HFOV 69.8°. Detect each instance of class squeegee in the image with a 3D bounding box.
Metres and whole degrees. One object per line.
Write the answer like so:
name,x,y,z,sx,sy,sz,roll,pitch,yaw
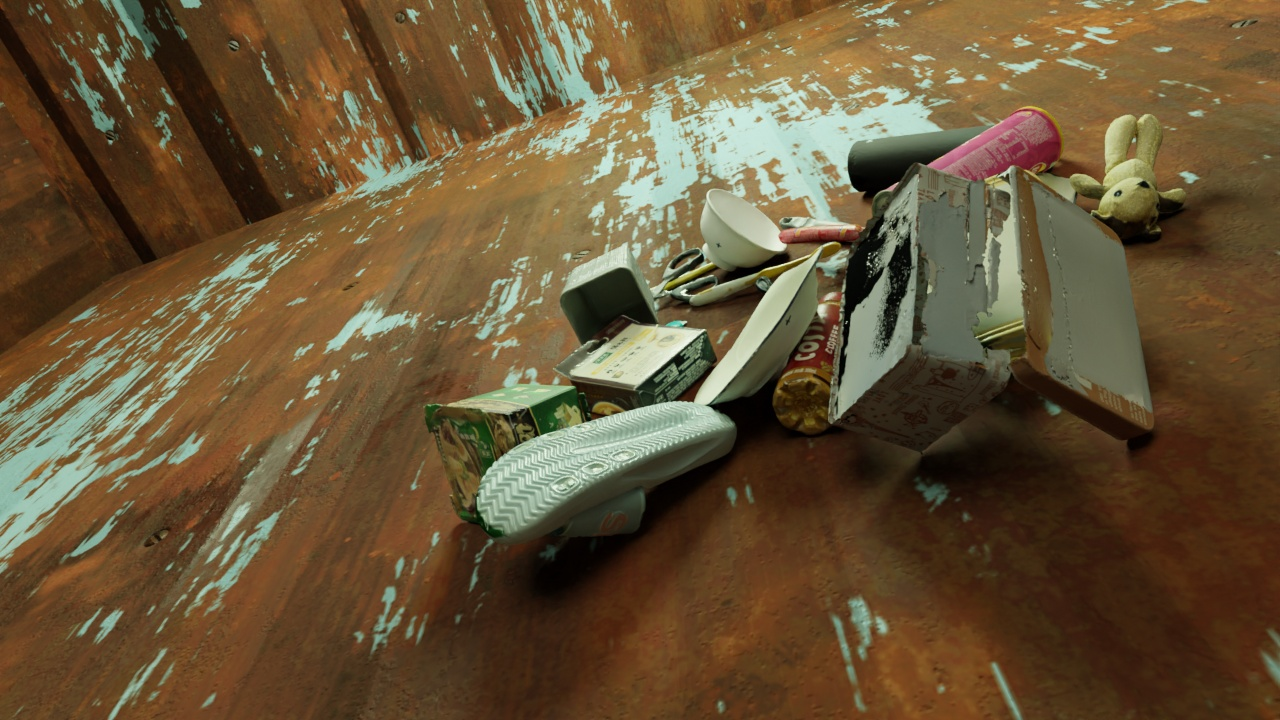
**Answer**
squeegee,0.248,-0.157,1.091,0.247,0.040,0.250,-49,25,-13

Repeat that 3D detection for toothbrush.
toothbrush,0.142,-0.100,1.061,0.192,0.016,0.018,-20,17,25
toothbrush,0.066,-0.114,1.178,0.190,0.016,0.015,-26,23,-9

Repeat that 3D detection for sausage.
sausage,0.208,-0.147,1.062,0.020,0.020,0.156,-33,19,-22

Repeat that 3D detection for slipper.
slipper,-0.024,0.097,0.759,0.244,0.074,0.104,-18,26,-32

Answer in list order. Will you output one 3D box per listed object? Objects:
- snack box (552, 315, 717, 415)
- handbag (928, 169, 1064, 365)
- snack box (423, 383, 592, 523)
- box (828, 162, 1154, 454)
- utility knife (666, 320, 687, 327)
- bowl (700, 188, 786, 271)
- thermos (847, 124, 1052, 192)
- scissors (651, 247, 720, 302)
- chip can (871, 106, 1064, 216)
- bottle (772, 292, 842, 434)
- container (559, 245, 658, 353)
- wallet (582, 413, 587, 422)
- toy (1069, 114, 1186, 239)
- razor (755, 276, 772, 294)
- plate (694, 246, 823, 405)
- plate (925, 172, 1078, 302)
snack box,-0.006,0.006,0.949,0.126,0.053,0.113,7,38,48
handbag,0.283,-0.065,0.791,0.179,0.063,0.163,-22,50,14
snack box,-0.112,0.077,0.841,0.118,0.118,0.105,1,21,40
box,0.265,-0.030,0.678,0.193,0.157,0.182,17,60,-8
utility knife,-0.004,-0.008,1.027,0.156,0.013,0.029,-35,30,-31
bowl,0.114,-0.151,1.138,0.065,0.118,0.118,-52,10,29
thermos,0.389,-0.252,1.150,0.243,0.068,0.089,5,3,42
scissors,0.020,-0.085,1.139,0.176,0.014,0.159,7,51,33
chip can,0.340,-0.189,0.952,0.210,0.071,0.071,-31,26,-19
bottle,0.164,-0.005,0.825,0.058,0.057,0.174,-9,28,27
container,-0.034,-0.073,1.068,0.090,0.090,0.114,-23,21,10
wallet,-0.117,0.071,0.953,0.115,0.020,0.101,-23,24,-8
toy,0.478,-0.181,0.892,0.105,0.066,0.156,17,56,11
razor,0.154,-0.062,0.992,0.043,0.022,0.142,-51,24,10
plate,0.115,-0.020,0.840,0.163,0.034,0.164,-55,3,-10
plate,0.353,-0.121,0.933,0.162,0.034,0.264,-5,30,34
